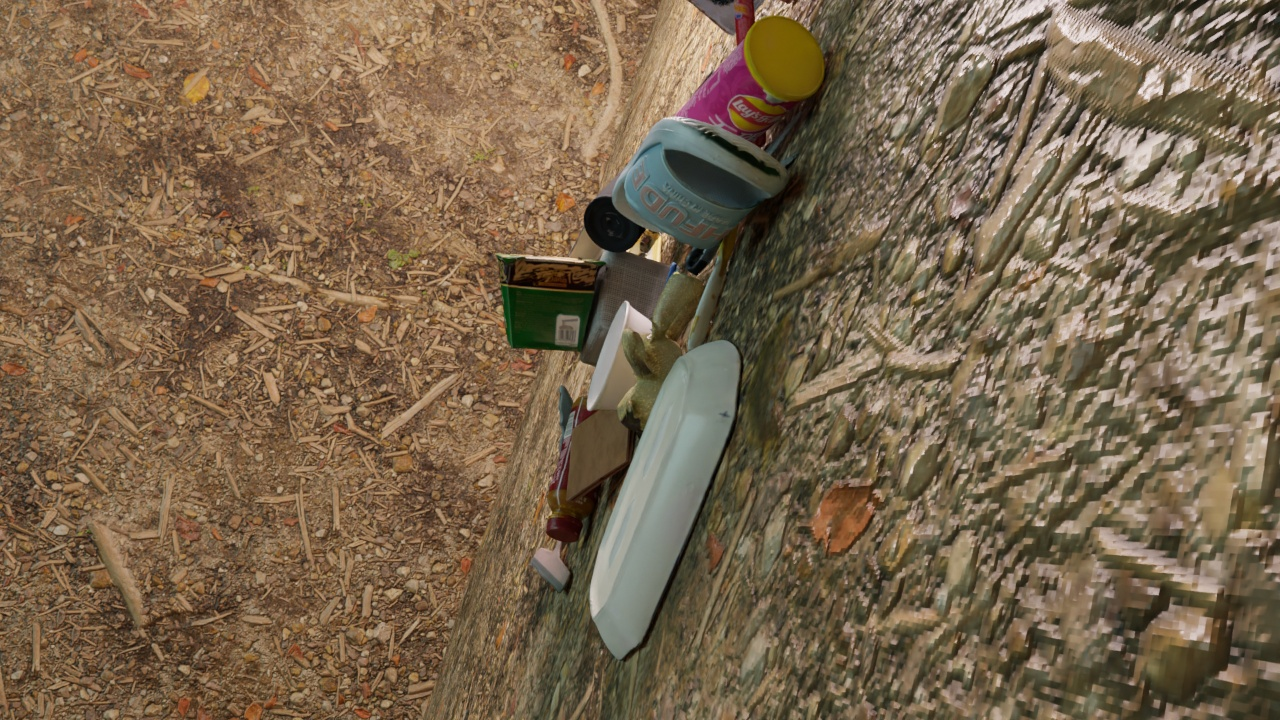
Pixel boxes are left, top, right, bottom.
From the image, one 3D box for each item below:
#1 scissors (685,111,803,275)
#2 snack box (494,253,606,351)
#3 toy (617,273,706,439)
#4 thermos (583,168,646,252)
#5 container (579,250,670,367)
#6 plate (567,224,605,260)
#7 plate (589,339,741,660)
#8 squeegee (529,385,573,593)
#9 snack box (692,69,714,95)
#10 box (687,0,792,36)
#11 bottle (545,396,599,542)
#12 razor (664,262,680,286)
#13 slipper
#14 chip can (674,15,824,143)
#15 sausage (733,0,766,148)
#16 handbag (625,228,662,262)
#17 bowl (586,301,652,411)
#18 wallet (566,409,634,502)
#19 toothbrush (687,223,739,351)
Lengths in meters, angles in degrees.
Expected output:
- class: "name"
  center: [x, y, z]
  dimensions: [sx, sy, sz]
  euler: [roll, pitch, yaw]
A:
- class: "scissors"
  center: [0.086, -0.145, 0.807]
  dimensions: [0.175, 0.014, 0.159]
  euler: [-63, 21, 12]
- class: "snack box"
  center: [-0.106, -0.065, 1.036]
  dimensions: [0.117, 0.118, 0.105]
  euler: [-147, 59, -77]
- class: "toy"
  center: [0.024, -0.006, 0.835]
  dimensions: [0.157, 0.066, 0.105]
  euler: [-70, -24, -17]
- class: "thermos"
  center: [0.015, -0.205, 1.106]
  dimensions: [0.241, 0.069, 0.090]
  euler: [-55, -46, -49]
- class: "container"
  center: [-0.017, -0.051, 1.051]
  dimensions: [0.090, 0.090, 0.114]
  euler: [119, 164, -50]
- class: "plate"
  center: [-0.070, -0.110, 1.173]
  dimensions: [0.164, 0.034, 0.163]
  euler: [-60, -8, -3]
- class: "plate"
  center: [0.012, 0.105, 0.730]
  dimensions: [0.162, 0.034, 0.266]
  euler: [-108, 38, -75]
- class: "squeegee"
  center: [-0.099, 0.157, 1.190]
  dimensions: [0.248, 0.040, 0.249]
  euler: [166, 108, -76]
- class: "snack box"
  center: [0.072, -0.239, 1.011]
  dimensions: [0.113, 0.053, 0.125]
  euler: [-156, 85, -81]
- class: "box"
  center: [0.129, -0.436, 0.858]
  dimensions: [0.192, 0.156, 0.183]
  euler: [-55, 10, -7]
- class: "bottle"
  center: [-0.073, 0.130, 1.101]
  dimensions: [0.058, 0.057, 0.174]
  euler: [125, 162, -59]
- class: "razor"
  center: [0.041, -0.070, 0.948]
  dimensions: [0.142, 0.022, 0.043]
  euler: [-100, 25, -76]
- class: "slipper"
  center: [0.031, -0.138, 0.775]
  dimensions: [0.074, 0.104, 0.246]
  euler: [-66, 17, -10]
- class: "chip can"
  center: [0.075, -0.214, 0.806]
  dimensions: [0.211, 0.071, 0.071]
  euler: [-30, 41, 64]
- class: "sausage"
  center: [0.099, -0.267, 0.839]
  dimensions: [0.020, 0.020, 0.156]
  euler: [-141, 44, -80]
- class: "handbag"
  center: [-0.022, -0.114, 1.311]
  dimensions: [0.178, 0.063, 0.164]
  euler: [-79, 13, -57]
- class: "bowl"
  center: [-0.006, 0.005, 0.937]
  dimensions: [0.118, 0.064, 0.118]
  euler: [-162, 91, -81]
- class: "wallet"
  center: [-0.043, 0.094, 1.022]
  dimensions: [0.101, 0.020, 0.115]
  euler: [-37, 31, 33]
- class: "toothbrush"
  center: [0.073, -0.096, 0.829]
  dimensions: [0.018, 0.016, 0.191]
  euler: [4, 74, 62]
